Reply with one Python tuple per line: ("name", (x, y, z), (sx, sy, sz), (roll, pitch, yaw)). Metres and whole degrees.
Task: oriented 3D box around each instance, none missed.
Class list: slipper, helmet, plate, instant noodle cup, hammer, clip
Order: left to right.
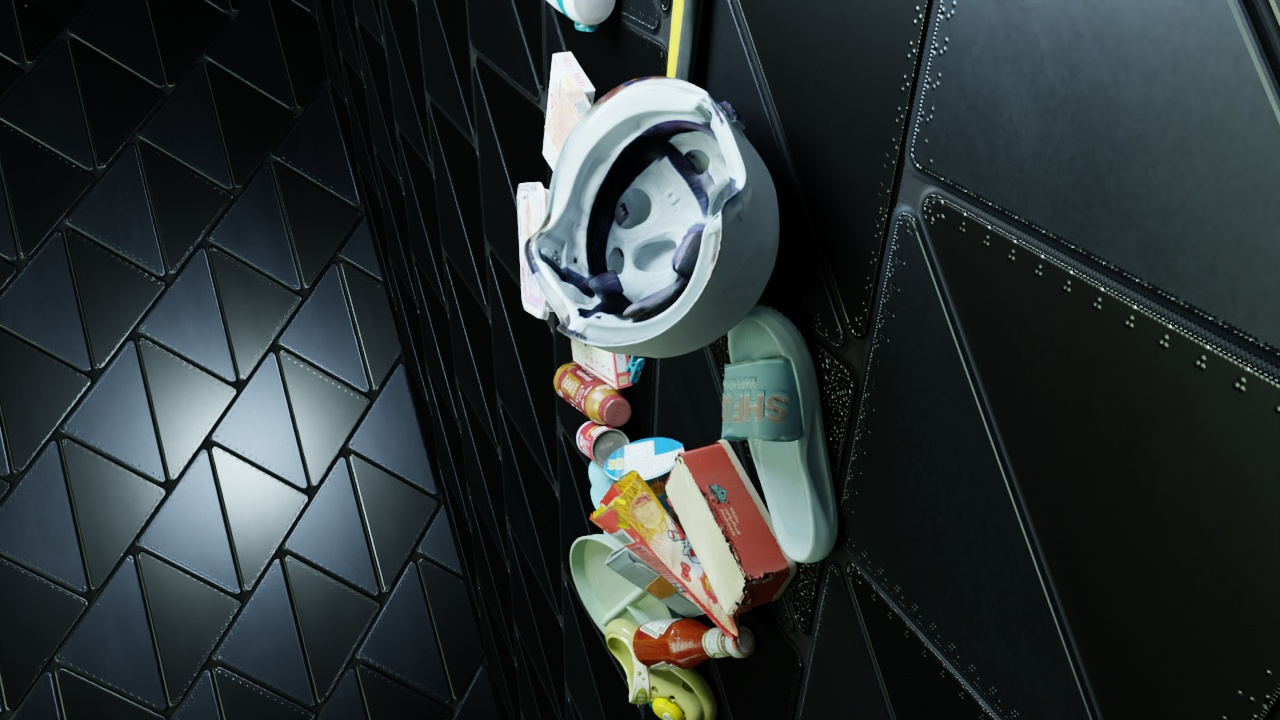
("instant noodle cup", (-0.119, -0.147, 1.207), (0.138, 0.060, 0.173), (-152, 57, -68))
("plate", (-0.017, 0.341, 1.291), (0.230, 0.027, 0.231), (32, 137, 35))
("clip", (-0.006, 0.008, 1.165), (0.057, 0.014, 0.046), (109, 143, -55))
("slipper", (0.013, 0.429, 1.223), (0.190, 0.081, 0.092), (36, 144, 25))
("instant noodle cup", (0.017, 0.165, 1.109), (0.099, 0.099, 0.110), (31, 139, 60))
("helmet", (0.027, -0.113, 0.810), (0.229, 0.145, 0.258), (-39, 46, 22))
("hammer", (0.037, -0.238, 0.896), (0.126, 0.031, 0.324), (54, 149, 43))
("slipper", (0.115, 0.070, 0.834), (0.104, 0.074, 0.245), (-2, 102, 68))

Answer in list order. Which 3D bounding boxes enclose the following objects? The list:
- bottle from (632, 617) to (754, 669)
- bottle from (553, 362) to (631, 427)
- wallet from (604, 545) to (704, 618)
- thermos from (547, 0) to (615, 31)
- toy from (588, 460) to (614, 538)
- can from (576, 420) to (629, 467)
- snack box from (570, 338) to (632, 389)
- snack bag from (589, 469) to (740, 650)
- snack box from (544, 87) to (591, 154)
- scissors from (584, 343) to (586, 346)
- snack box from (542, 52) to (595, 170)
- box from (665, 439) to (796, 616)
("bottle", (0.064, 0.344, 1.114), (0.207, 0.059, 0.059), (-27, 78, 54))
("bottle", (-0.065, 0.049, 1.272), (0.175, 0.057, 0.057), (28, 128, 61))
("wallet", (0.023, 0.273, 1.127), (0.129, 0.036, 0.107), (34, 155, -2))
("thermos", (-0.096, -0.442, 1.046), (0.224, 0.073, 0.073), (53, 149, 43))
("toy", (-0.030, 0.224, 1.301), (0.156, 0.049, 0.162), (43, 139, 49))
("can", (-0.053, 0.114, 1.265), (0.133, 0.053, 0.053), (-172, 70, -76))
("snack box", (-0.058, -0.019, 1.254), (0.156, 0.027, 0.077), (30, 130, 60))
("snack bag", (0.037, 0.222, 1.015), (0.208, 0.073, 0.128), (48, -179, -5))
("snack box", (-0.059, -0.235, 1.093), (0.157, 0.026, 0.085), (64, 154, 4))
("scissors", (-0.074, -0.135, 1.207), (0.230, 0.021, 0.221), (-121, 30, -51))
("snack box", (-0.093, -0.302, 1.173), (0.084, 0.026, 0.157), (61, 154, 32))
("box", (0.084, 0.178, 0.968), (0.091, 0.077, 0.168), (106, 144, -50))
